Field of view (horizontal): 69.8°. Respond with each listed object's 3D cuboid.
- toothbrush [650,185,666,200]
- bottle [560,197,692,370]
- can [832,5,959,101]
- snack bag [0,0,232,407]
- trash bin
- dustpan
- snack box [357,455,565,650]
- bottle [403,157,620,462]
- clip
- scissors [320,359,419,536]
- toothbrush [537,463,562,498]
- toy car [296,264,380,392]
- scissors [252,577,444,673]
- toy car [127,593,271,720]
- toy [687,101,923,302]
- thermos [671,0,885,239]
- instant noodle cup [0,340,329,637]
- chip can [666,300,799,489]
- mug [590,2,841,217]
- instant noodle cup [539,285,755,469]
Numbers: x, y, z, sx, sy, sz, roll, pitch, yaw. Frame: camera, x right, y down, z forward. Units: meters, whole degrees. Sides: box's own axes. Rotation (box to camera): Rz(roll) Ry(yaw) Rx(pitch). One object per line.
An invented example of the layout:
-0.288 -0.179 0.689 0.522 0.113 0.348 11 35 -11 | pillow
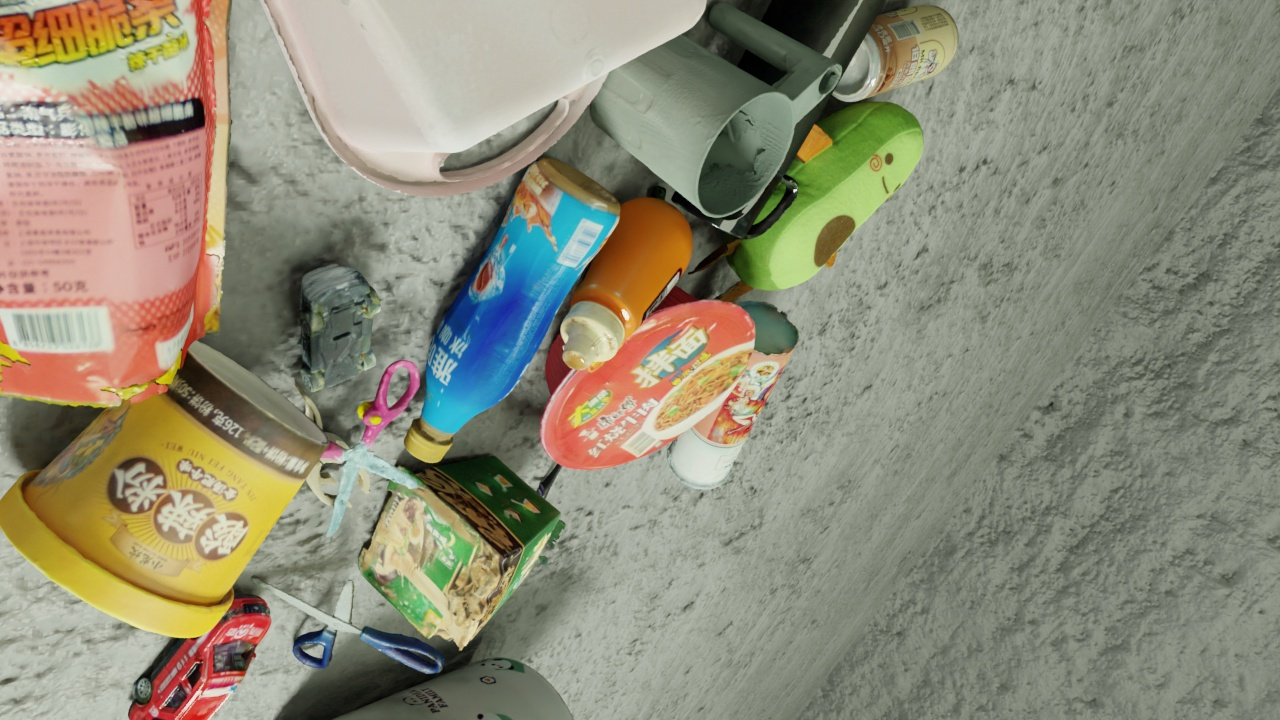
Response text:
0.006 -0.063 0.742 0.017 0.012 0.186 -9 138 -18 | toothbrush
-0.014 -0.049 0.627 0.067 0.067 0.149 95 19 -49 | bottle
0.197 -0.245 0.727 0.116 0.058 0.059 -26 145 -35 | can
-0.222 -0.081 0.361 0.128 0.073 0.208 -22 138 -41 | snack bag
-0.199 0.413 0.865 0.251 0.229 0.230 -8 133 -58 | trash bin
-0.089 -0.207 0.437 0.222 0.139 0.274 -32 121 -23 | dustpan
-0.135 0.140 0.725 0.105 0.117 0.118 -25 149 -58 | snack box
-0.093 -0.025 0.602 0.065 0.065 0.219 5 124 -56 | bottle
-0.210 0.059 0.584 0.070 0.034 0.100 -39 146 -13 | clip
-0.183 0.057 0.574 0.133 0.017 0.133 3 117 -49 | scissors
-0.097 0.134 0.854 0.016 0.014 0.189 -3 130 -43 | toothbrush
-0.177 -0.017 0.528 0.042 0.034 0.091 -30 157 -34 | toy car
-0.226 0.207 0.701 0.176 0.012 0.163 33 133 -27 | scissors
-0.304 0.216 0.641 0.120 0.045 0.053 -53 153 7 | toy car
0.140 -0.129 0.767 0.246 0.090 0.227 -43 158 0 | toy
0.111 -0.200 0.626 0.089 0.068 0.243 16 109 -42 | thermos
-0.233 0.060 0.471 0.114 0.118 0.118 -52 153 -8 | instant noodle cup
0.086 0.038 0.902 0.071 0.071 0.215 -26 151 -34 | chip can
0.045 -0.164 0.573 0.124 0.103 0.084 -44 152 -9 | mug
-0.004 0.004 0.738 0.193 0.066 0.194 -24 147 -17 | instant noodle cup
